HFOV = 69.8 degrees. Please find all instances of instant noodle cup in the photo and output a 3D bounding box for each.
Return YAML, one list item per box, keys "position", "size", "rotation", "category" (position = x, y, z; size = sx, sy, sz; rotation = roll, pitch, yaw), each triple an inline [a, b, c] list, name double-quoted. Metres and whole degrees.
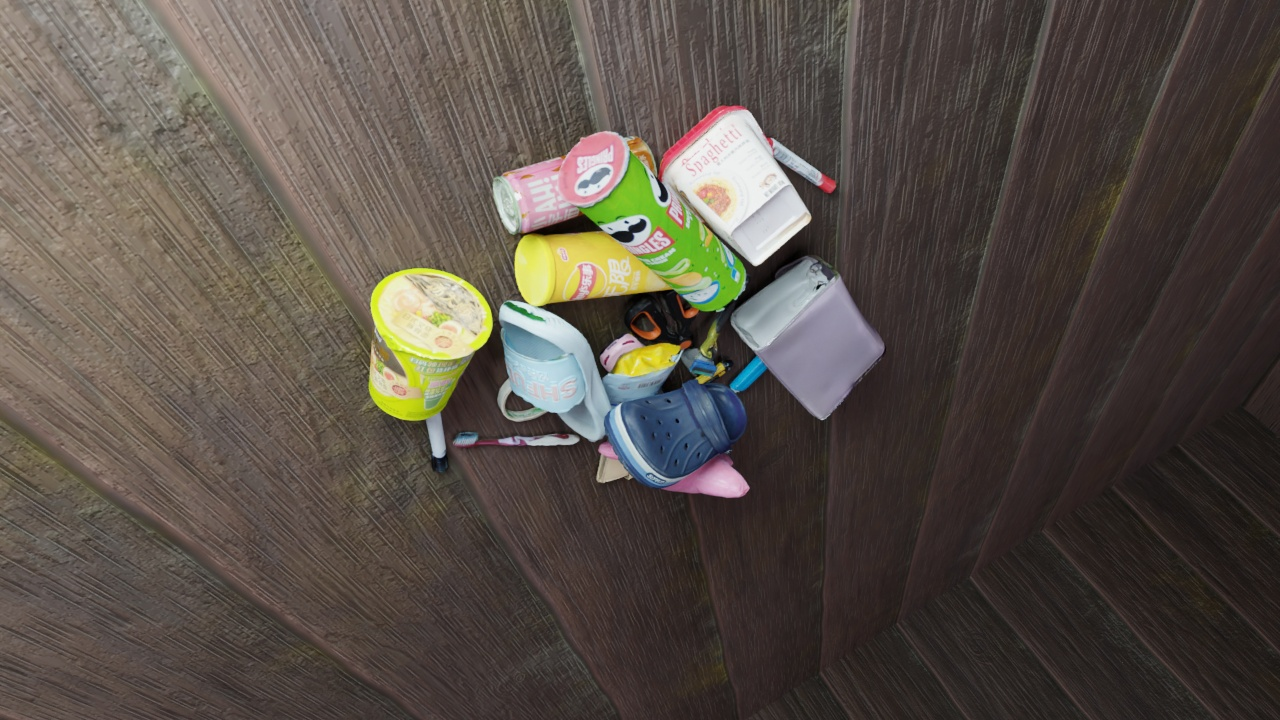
- position: [-0.212, -0.007, 0.886]
  size: [0.111, 0.111, 0.124]
  rotation: [-9, 145, -33]
  category: "instant noodle cup"
- position: [0.099, -0.172, 0.927]
  size: [0.116, 0.124, 0.116]
  rotation: [-41, 145, 8]
  category: "instant noodle cup"

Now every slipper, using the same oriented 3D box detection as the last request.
- position: [-0.098, 0.022, 0.997]
  size: [0.074, 0.104, 0.246]
  rotation: [-52, 148, -20]
  category: "slipper"
- position: [0.063, 0.076, 1.081]
  size: [0.095, 0.105, 0.252]
  rotation: [-35, 166, 33]
  category: "slipper"

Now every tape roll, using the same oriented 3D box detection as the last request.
- position: [-0.128, 0.038, 1.087]
  size: [0.085, 0.014, 0.086]
  rotation: [-23, 144, -18]
  category: "tape roll"

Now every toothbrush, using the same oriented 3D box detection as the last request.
- position: [-0.149, 0.096, 1.140]
  size: [0.187, 0.016, 0.017]
  rotation: [3, 121, -42]
  category: "toothbrush"

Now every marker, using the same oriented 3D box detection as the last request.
- position: [0.180, -0.220, 1.036]
  size: [0.145, 0.017, 0.017]
  rotation: [16, 121, -49]
  category: "marker"
- position: [-0.235, 0.087, 1.051]
  size: [0.022, 0.018, 0.131]
  rotation: [-27, 146, -24]
  category: "marker"

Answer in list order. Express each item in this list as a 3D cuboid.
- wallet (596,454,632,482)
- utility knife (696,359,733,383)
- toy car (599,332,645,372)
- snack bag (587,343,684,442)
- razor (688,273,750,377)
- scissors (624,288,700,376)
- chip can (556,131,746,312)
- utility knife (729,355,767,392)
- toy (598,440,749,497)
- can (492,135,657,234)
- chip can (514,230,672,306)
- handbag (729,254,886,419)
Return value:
- position: [-0.005, 0.136, 1.306]
  size: [0.115, 0.024, 0.087]
  rotation: [-15, 143, -29]
  category: "wallet"
- position: [0.062, 0.045, 1.254]
  size: [0.156, 0.015, 0.033]
  rotation: [-34, 161, 0]
  category: "utility knife"
- position: [-0.007, 0.007, 1.135]
  size: [0.056, 0.037, 0.122]
  rotation: [-38, 147, 7]
  category: "toy car"
- position: [-0.009, 0.044, 1.114]
  size: [0.110, 0.039, 0.191]
  rotation: [-25, 159, -23]
  category: "snack bag"
- position: [0.102, -0.047, 1.159]
  size: [0.042, 0.022, 0.143]
  rotation: [10, 111, -43]
  category: "razor"
- position: [0.036, -0.026, 1.153]
  size: [0.152, 0.021, 0.235]
  rotation: [-18, 149, -17]
  category: "scissors"
- position: [0.018, -0.121, 0.859]
  size: [0.072, 0.072, 0.236]
  rotation: [-42, 143, 10]
  category: "chip can"
- position: [0.156, 0.019, 1.303]
  size: [0.225, 0.018, 0.034]
  rotation: [-47, 138, 16]
  category: "utility knife"
- position: [0.047, 0.131, 1.172]
  size: [0.178, 0.195, 0.075]
  rotation: [-25, 131, -74]
  category: "toy"
- position: [-0.060, -0.165, 0.859]
  size: [0.147, 0.058, 0.058]
  rotation: [-21, 144, -20]
  category: "can"
- position: [-0.022, -0.101, 0.957]
  size: [0.213, 0.072, 0.072]
  rotation: [-8, 138, -34]
  category: "chip can"
- position: [0.226, -0.032, 1.210]
  size: [0.145, 0.098, 0.197]
  rotation: [-39, 135, 9]
  category: "handbag"
